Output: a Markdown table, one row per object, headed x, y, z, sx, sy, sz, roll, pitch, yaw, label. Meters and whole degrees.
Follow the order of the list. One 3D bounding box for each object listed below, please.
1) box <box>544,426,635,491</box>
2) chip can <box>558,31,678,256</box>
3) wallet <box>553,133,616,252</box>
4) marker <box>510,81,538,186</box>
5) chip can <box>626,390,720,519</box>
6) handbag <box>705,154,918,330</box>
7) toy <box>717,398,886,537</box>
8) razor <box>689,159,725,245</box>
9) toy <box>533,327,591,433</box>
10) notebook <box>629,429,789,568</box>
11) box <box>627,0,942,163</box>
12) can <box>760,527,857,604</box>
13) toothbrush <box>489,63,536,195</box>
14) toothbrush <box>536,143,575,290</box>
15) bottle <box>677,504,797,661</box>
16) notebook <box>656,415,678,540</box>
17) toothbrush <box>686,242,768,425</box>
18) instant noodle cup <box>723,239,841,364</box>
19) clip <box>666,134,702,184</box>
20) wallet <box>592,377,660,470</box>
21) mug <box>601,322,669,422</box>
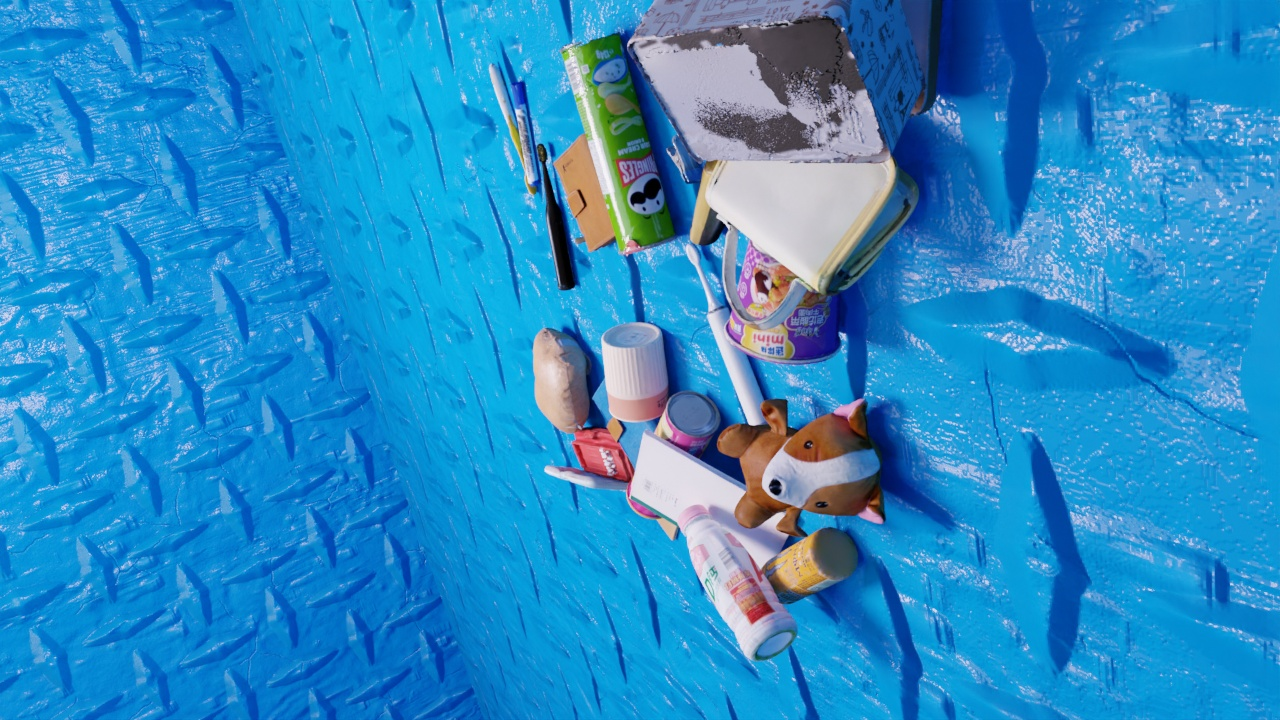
| x | y | z | sx | sy | sz | roll | pitch | yaw | label |
| --- | --- | --- | --- | --- | --- | --- | --- | --- | --- |
| -0.081 | 0.162 | 1.415 | 0.202 | 0.099 | 0.095 | -1 | 107 | 65 | box |
| -0.024 | -0.240 | 1.029 | 0.072 | 0.072 | 0.236 | 6 | 115 | 61 | chip can |
| -0.063 | -0.211 | 1.177 | 0.119 | 0.035 | 0.130 | -22 | 91 | 58 | wallet |
| -0.161 | -0.315 | 1.286 | 0.017 | 0.016 | 0.146 | 33 | 139 | 48 | marker |
| 0.039 | 0.127 | 1.192 | 0.071 | 0.071 | 0.211 | 54 | 147 | 24 | chip can |
| 0.125 | -0.117 | 0.771 | 0.163 | 0.063 | 0.179 | 46 | 109 | 37 | handbag |
| 0.162 | 0.108 | 0.924 | 0.200 | 0.130 | 0.140 | -9 | 97 | 53 | toy |
| 0.075 | -0.175 | 0.922 | 0.067 | 0.062 | 0.168 | 26 | 150 | 7 | razor |
| -0.126 | 0.054 | 1.458 | 0.226 | 0.082 | 0.143 | 95 | 158 | -48 | toy |
| 0.083 | 0.183 | 1.143 | 0.209 | 0.012 | 0.151 | 29 | 141 | 15 | notebook |
| 0.124 | -0.243 | 0.677 | 0.182 | 0.168 | 0.151 | 10 | 153 | 38 | box |
| 0.187 | 0.234 | 1.035 | 0.058 | 0.058 | 0.146 | 59 | 153 | 15 | can |
| -0.183 | -0.330 | 1.318 | 0.018 | 0.016 | 0.191 | 18 | 128 | 67 | toothbrush |
| -0.121 | -0.200 | 1.295 | 0.027 | 0.026 | 0.213 | -132 | 30 | -58 | toothbrush |
| 0.105 | 0.252 | 1.070 | 0.197 | 0.068 | 0.068 | 54 | 152 | 41 | bottle |
| 0.023 | 0.154 | 1.333 | 0.148 | 0.008 | 0.208 | 50 | 149 | 30 | notebook |
| 0.096 | -0.028 | 1.028 | 0.027 | 0.026 | 0.221 | -20 | 94 | 25 | toothbrush |
| 0.136 | -0.063 | 0.844 | 0.111 | 0.111 | 0.099 | 38 | 135 | 45 | instant noodle cup |
| 0.046 | -0.211 | 0.977 | 0.056 | 0.024 | 0.028 | 62 | 150 | 17 | clip |
| -0.015 | 0.079 | 1.292 | 0.133 | 0.040 | 0.107 | 59 | 148 | 17 | wallet |
| -0.007 | 0.007 | 1.204 | 0.114 | 0.081 | 0.106 | -99 | 2 | -63 | mug |
